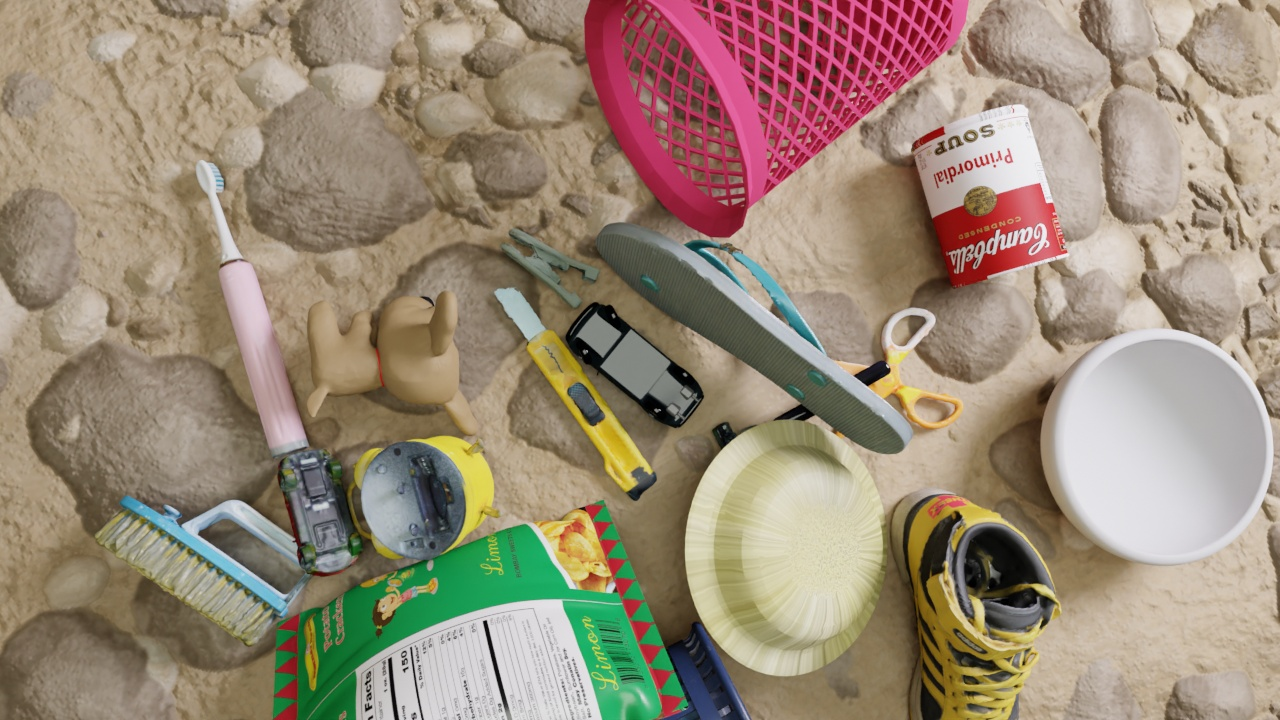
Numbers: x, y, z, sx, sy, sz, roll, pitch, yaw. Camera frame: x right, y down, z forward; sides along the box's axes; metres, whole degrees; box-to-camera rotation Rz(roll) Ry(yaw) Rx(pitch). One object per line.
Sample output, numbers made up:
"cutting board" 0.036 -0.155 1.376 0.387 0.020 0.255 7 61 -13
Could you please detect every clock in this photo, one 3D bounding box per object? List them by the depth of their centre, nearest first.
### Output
"clock" -0.160 0.097 0.649 0.119 0.057 0.083 -15 91 17

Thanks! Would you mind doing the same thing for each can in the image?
"can" 0.264 -0.122 0.697 0.086 0.087 0.116 -16 89 -7

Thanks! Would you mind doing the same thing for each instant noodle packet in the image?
"instant noodle packet" -0.118 0.197 0.602 0.252 0.195 0.090 -20 125 -7

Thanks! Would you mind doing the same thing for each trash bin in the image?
"trash bin" -0.039 0.298 0.618 0.249 0.139 0.139 -26 90 -5

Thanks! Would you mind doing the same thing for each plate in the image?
"plate" 0.120 0.134 0.659 0.184 0.036 0.184 4 83 -28

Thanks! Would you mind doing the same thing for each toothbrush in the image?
"toothbrush" -0.284 -0.039 0.665 0.027 0.026 0.222 -17 88 13

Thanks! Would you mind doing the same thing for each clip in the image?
"clip" -0.073 -0.065 0.691 0.078 0.023 0.050 18 84 -7

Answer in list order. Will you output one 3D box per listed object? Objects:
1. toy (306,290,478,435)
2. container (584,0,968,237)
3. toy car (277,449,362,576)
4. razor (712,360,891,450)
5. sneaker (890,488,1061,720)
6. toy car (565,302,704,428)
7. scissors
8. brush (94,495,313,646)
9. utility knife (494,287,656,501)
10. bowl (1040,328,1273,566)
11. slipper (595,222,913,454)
"toy" -0.175 -0.003 0.645 0.108 0.134 0.105 -4 46 -5
"container" 0.105 -0.223 0.652 0.225 0.183 0.183 -34 91 -14
"toy car" -0.229 0.108 0.649 0.042 0.036 0.091 -11 70 -37
"razor" 0.127 0.037 0.701 0.144 0.022 0.043 -28 91 -2
"sneaker" 0.246 0.214 0.659 0.086 0.122 0.238 -9 87 -5
"toy car" -0.004 0.004 0.688 0.112 0.034 0.046 39 84 -4
"scissors" 0.196 0.009 0.720 0.125 0.011 0.128 14 85 -3
"brush" -0.301 0.132 0.642 0.136 0.055 0.075 36 61 -3
"utility knife" -0.051 0.023 0.694 0.030 0.018 0.191 -36 88 -16
"bowl" 0.385 0.066 0.709 0.176 0.066 0.176 0 87 -6
"slipper" 0.088 -0.031 0.657 0.269 0.098 0.054 36 75 6
